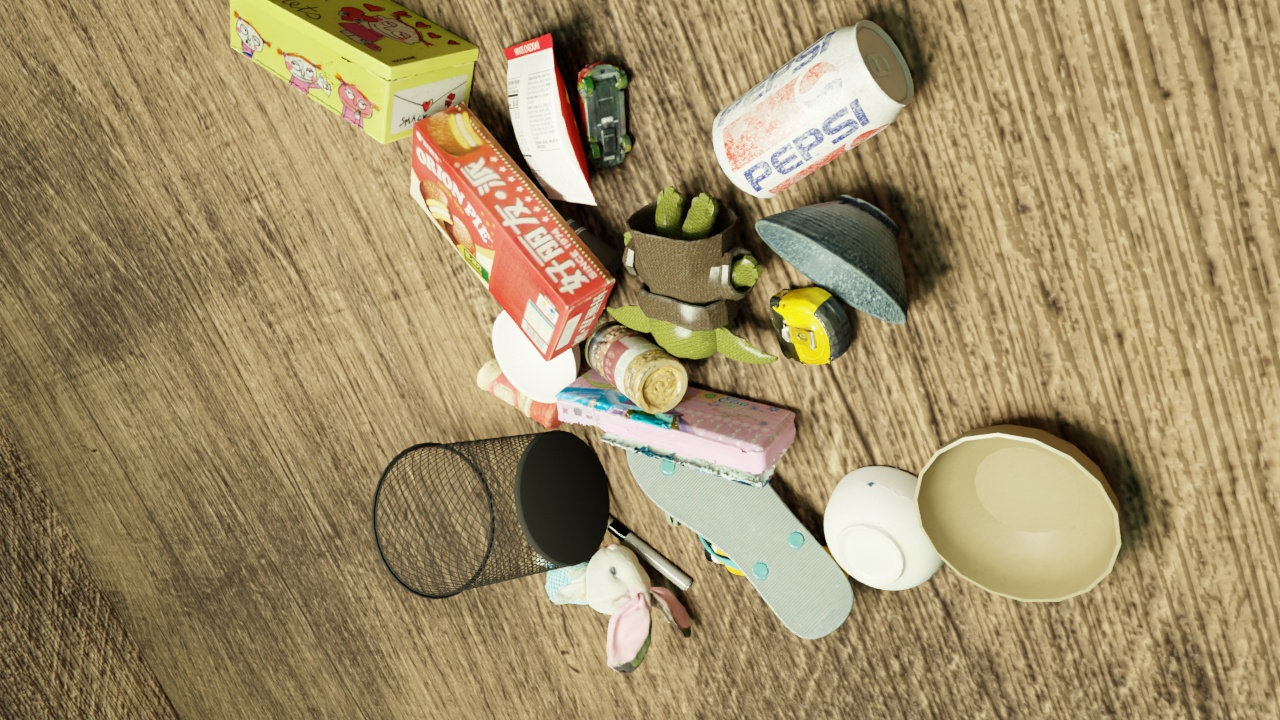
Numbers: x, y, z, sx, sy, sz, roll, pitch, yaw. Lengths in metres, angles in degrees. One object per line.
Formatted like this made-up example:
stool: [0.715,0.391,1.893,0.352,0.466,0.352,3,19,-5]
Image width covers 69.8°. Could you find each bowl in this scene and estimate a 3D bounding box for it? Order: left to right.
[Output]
bowl: [-0.101,-0.013,0.967,0.110,0.040,0.110,18,124,29]
bowl: [0.160,-0.089,0.703,0.137,0.137,0.057,35,91,16]
bowl: [0.212,0.156,0.812,0.113,0.063,0.114,17,123,29]
bowl: [0.301,0.114,0.729,0.152,0.050,0.152,18,124,28]

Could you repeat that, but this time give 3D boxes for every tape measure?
tape measure: [0.143,-0.027,0.773,0.064,0.037,0.066,12,128,44]

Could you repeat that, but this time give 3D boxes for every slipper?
slipper: [0.099,0.151,0.887,0.269,0.055,0.098,42,89,22]

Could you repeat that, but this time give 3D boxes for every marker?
marker: [-0.001,0.211,1.036,0.140,0.016,0.016,36,131,16]

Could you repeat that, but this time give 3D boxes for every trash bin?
trash bin: [-0.160,0.166,1.029,0.211,0.183,0.184,-15,105,35]

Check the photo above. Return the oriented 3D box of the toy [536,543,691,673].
toy: [-0.040,0.246,1.043,0.205,0.130,0.106,23,114,42]

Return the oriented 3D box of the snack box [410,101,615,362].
snack box: [-0.129,-0.122,0.877,0.236,0.060,0.113,50,152,11]

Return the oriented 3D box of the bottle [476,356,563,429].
bottle: [-0.130,0.035,1.016,0.109,0.044,0.044,28,128,24]

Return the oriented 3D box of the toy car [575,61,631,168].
toy car: [-0.034,-0.215,0.802,0.036,0.042,0.091,41,143,45]

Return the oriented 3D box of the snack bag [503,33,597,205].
snack bag: [-0.085,-0.211,0.822,0.131,0.039,0.144,26,135,62]

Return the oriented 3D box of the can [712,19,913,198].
can: [0.124,-0.182,0.677,0.136,0.078,0.078,-27,97,43]

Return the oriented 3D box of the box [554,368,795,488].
box: [0.032,0.060,0.878,0.231,0.084,0.053,13,120,31]

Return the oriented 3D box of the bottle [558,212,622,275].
bottle: [-0.070,-0.121,0.890,0.113,0.030,0.030,36,131,15]

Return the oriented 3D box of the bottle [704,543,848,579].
bottle: [0.131,0.197,0.909,0.144,0.043,0.043,3,116,36]

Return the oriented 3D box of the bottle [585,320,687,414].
bottle: [-0.005,0.005,0.867,0.105,0.056,0.056,36,138,53]

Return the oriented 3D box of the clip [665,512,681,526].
clip: [0.035,0.142,0.965,0.059,0.023,0.076,9,118,35]

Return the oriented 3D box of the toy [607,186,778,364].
toy: [0.042,-0.073,0.800,0.179,0.078,0.153,18,131,33]

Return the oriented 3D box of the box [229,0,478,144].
box: [-0.280,-0.303,0.886,0.221,0.124,0.081,36,131,18]
